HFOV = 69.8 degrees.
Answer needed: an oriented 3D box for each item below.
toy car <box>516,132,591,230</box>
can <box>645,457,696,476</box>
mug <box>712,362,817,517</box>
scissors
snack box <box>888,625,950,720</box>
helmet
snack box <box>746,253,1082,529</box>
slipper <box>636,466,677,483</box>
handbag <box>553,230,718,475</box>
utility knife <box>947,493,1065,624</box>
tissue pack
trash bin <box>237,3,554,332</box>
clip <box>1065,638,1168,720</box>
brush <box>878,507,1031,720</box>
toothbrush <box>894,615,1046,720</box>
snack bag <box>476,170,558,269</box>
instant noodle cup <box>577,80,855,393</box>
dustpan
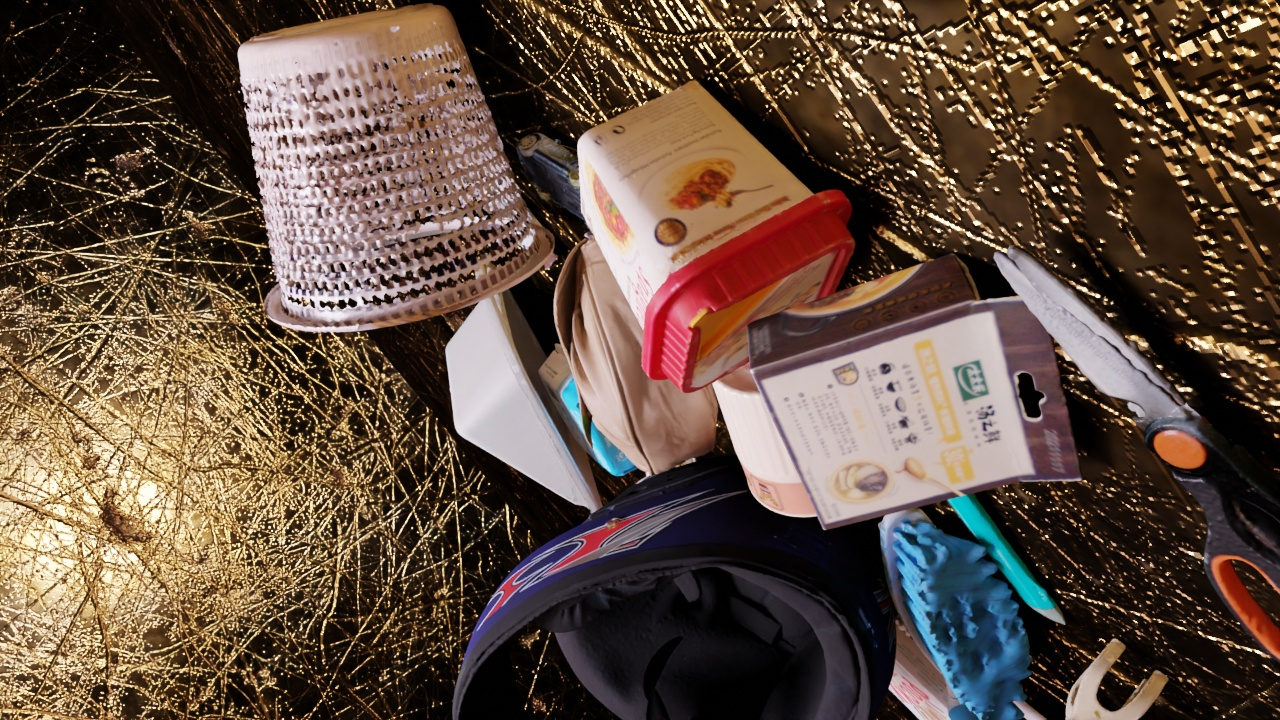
[{"bbox_3d":[-0.050,-0.130,0.656,0.105,0.031,0.049,36,156,38],"label":"toy car"},{"bbox_3d":[0.037,0.136,0.957,0.053,0.053,0.133,40,160,27],"label":"can"},{"bbox_3d":[0.099,0.039,0.551,0.114,0.081,0.106,50,167,51],"label":"mug"},{"bbox_3d":[0.227,0.033,0.342,0.139,0.021,0.235,-7,121,57],"label":"scissors"},{"bbox_3d":[0.233,0.273,0.813,0.157,0.026,0.085,44,161,20],"label":"snack box"},{"bbox_3d":[0.032,0.206,0.709,0.240,0.316,0.247,-61,-44,-82],"label":"helmet"},{"bbox_3d":[0.128,0.019,0.436,0.053,0.126,0.113,-86,-27,-53],"label":"snack box"},{"bbox_3d":[0.082,0.196,0.894,0.253,0.105,0.095,47,161,-13],"label":"slipper"},{"bbox_3d":[-0.004,0.004,0.650,0.205,0.100,0.147,75,174,-72],"label":"handbag"},{"bbox_3d":[0.186,0.074,0.540,0.219,0.013,0.029,51,165,-12],"label":"utility knife"},{"bbox_3d":[-0.044,0.049,0.955,0.090,0.063,0.140,36,157,49],"label":"tissue pack"},{"bbox_3d":[-0.193,-0.152,0.682,0.228,0.227,0.192,26,133,52],"label":"trash bin"},{"bbox_3d":[0.250,0.205,0.513,0.035,0.100,0.074,38,158,28],"label":"clip"},{"bbox_3d":[0.230,0.224,0.644,0.315,0.060,0.109,64,175,-23],"label":"brush"},{"bbox_3d":[0.269,0.251,0.698,0.180,0.016,0.016,37,161,35],"label":"toothbrush"},{"bbox_3d":[-0.111,-0.127,0.817,0.105,0.026,0.045,50,159,-8],"label":"snack bag"},{"bbox_3d":[0.030,-0.067,0.481,0.124,0.116,0.116,56,166,20],"label":"instant noodle cup"},{"bbox_3d":[-0.110,0.016,1.000,0.257,0.143,0.222,31,-159,-31],"label":"dustpan"}]
